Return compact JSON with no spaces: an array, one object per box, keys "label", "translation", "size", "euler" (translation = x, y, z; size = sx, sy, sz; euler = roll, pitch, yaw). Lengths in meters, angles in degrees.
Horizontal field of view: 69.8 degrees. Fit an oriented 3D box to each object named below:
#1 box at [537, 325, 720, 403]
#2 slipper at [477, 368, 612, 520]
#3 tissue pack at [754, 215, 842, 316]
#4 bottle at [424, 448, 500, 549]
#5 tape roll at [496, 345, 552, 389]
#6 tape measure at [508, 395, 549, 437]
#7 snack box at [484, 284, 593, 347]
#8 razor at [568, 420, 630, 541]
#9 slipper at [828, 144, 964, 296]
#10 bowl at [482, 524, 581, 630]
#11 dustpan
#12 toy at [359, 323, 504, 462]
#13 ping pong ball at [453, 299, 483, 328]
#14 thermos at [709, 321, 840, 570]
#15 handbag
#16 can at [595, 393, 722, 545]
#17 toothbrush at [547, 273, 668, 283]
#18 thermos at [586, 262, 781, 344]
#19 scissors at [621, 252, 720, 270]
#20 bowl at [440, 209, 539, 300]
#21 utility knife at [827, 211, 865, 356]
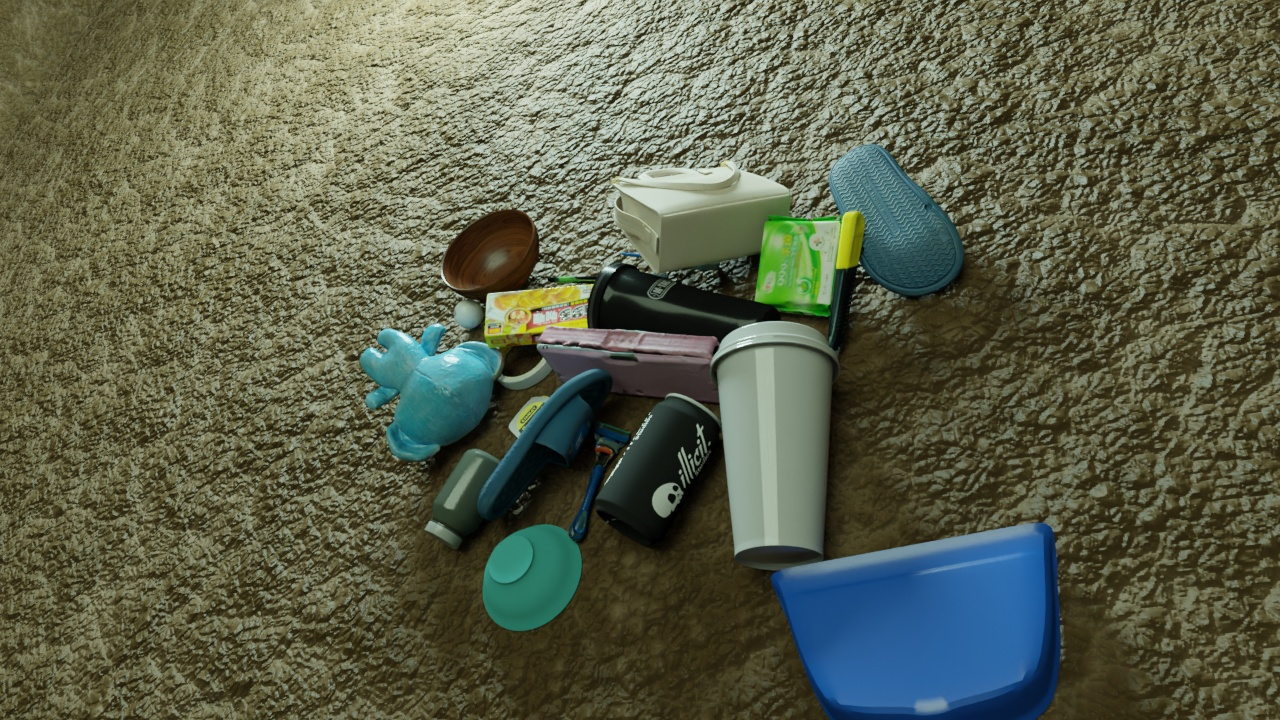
[{"label":"box","translation":[-0.006,0.007,1.046],"size":[0.233,0.098,0.041],"euler":[6,51,30]},{"label":"slipper","translation":[-0.100,0.100,1.034],"size":[0.059,0.104,0.213],"euler":[38,83,16]},{"label":"tissue pack","translation":[0.183,-0.107,1.043],"size":[0.100,0.034,0.114],"euler":[6,85,31]},{"label":"bottle","translation":[-0.201,0.159,1.058],"size":[0.060,0.060,0.108],"euler":[14,64,36]},{"label":"tape roll","translation":[-0.150,-0.006,1.184],"size":[0.094,0.019,0.093],"euler":[-15,50,18]},{"label":"tape measure","translation":[-0.122,0.075,1.108],"size":[0.065,0.017,0.064],"euler":[31,74,41]},{"label":"snack box","translation":[-0.120,-0.057,1.170],"size":[0.152,0.025,0.075],"euler":[-5,51,1]},{"label":"razor","translation":[-0.053,0.136,1.022],"size":[0.044,0.018,0.140],"euler":[21,64,-1]},{"label":"slipper","translation":[0.282,-0.155,1.035],"size":[0.104,0.059,0.213],"euler":[-35,57,16]},{"label":"bowl","translation":[-0.127,0.221,0.979],"size":[0.121,0.046,0.121],"euler":[-15,50,19]},{"label":"dustpan","translation":[0.234,0.272,0.733],"size":[0.246,0.059,0.257],"euler":[-15,40,18]},{"label":"toy","translation":[-0.272,0.034,1.162],"size":[0.181,0.115,0.183],"euler":[32,74,19]},{"label":"ping pong ball","translation":[-0.236,-0.064,1.261],"size":[0.040,0.040,0.040],"euler":[-15,50,18]},{"label":"thermos","translation":[0.133,0.084,0.896],"size":[0.132,0.131,0.221],"euler":[-10,60,22]},{"label":"handbag","translation":[0.056,-0.195,1.129],"size":[0.194,0.101,0.198],"euler":[-13,36,-22]},{"label":"can","translation":[0.020,0.113,0.957],"size":[0.080,0.080,0.145],"euler":[18,66,37]},{"label":"toothbrush","translation":[-0.045,-0.107,1.208],"size":[0.188,0.014,0.017],"euler":[4,45,31]},{"label":"thermos","translation":[0.047,-0.046,1.056],"size":[0.219,0.106,0.105],"euler":[14,63,30]},{"label":"scissors","translation":[0.042,-0.126,1.136],"size":[0.125,0.016,0.125],"euler":[14,24,18]},{"label":"bowl","translation":[-0.196,-0.133,1.272],"size":[0.147,0.069,0.147],"euler":[-15,49,18]},{"label":"utility knife","translation":[0.218,-0.068,0.992],"size":[0.020,0.028,0.197],"euler":[-1,72,42]}]
